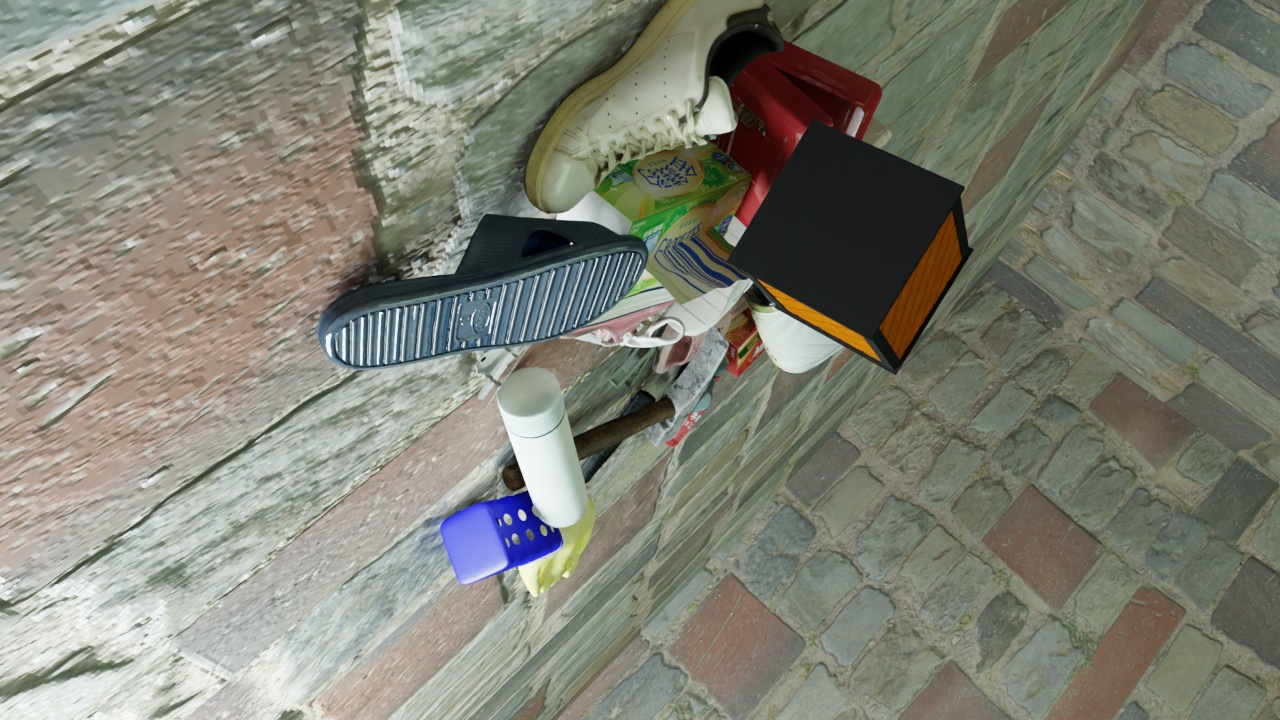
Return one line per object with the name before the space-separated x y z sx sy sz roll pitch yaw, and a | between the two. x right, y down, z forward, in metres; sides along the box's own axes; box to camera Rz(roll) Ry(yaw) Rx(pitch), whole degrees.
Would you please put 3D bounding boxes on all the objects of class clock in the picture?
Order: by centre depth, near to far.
clock | 0.083 0.028 1.308 0.124 0.053 0.090 142 -28 -80

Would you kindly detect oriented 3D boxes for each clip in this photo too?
clip | -0.130 0.008 0.889 0.102 0.043 0.054 -55 173 14
clip | -0.007 0.003 1.170 0.076 0.023 0.061 -53 162 19

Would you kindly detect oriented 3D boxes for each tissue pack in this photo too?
tissue pack | 0.032 -0.112 0.842 0.197 0.141 0.121 -33 156 -39

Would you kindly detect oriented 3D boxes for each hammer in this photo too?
hammer | -0.034 0.074 1.150 0.299 0.037 0.218 -22 153 -36
hammer | -0.086 0.172 1.309 0.319 0.032 0.130 -52 161 7

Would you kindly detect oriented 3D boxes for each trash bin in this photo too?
trash bin | 0.195 -0.094 0.825 0.140 0.140 0.171 -59 156 3

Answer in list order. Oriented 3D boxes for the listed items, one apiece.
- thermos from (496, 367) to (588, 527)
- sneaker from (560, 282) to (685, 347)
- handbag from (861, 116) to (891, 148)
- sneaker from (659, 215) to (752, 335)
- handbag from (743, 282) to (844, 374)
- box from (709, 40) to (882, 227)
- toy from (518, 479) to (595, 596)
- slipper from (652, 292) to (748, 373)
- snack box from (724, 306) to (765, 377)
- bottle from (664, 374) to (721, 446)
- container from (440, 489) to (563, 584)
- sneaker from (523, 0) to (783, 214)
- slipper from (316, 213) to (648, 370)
thermos | -0.104 0.101 1.009 0.067 0.068 0.230 -41 149 -23
sneaker | -0.012 -0.055 0.925 0.240 0.118 0.088 -23 129 -43
handbag | 0.238 -0.223 1.250 0.175 0.062 0.198 -45 169 -11
sneaker | 0.118 -0.126 1.107 0.236 0.090 0.104 -51 170 2
handbag | 0.221 -0.076 1.266 0.142 0.096 0.198 -33 148 -1
box | 0.146 -0.221 0.912 0.127 0.137 0.158 -31 155 -28
toy | -0.106 0.228 1.221 0.170 0.065 0.155 -8 112 -67
slipper | 0.093 -0.049 1.238 0.221 0.055 0.107 -37 160 -33
snack box | 0.204 -0.089 1.395 0.236 0.060 0.113 -44 160 -13
bottle | 0.072 0.063 1.398 0.137 0.062 0.062 -52 161 6
container | -0.165 0.208 1.091 0.085 0.085 0.113 -28 168 24
sneaker | 0.018 -0.192 0.716 0.241 0.102 0.089 -48 161 0
slipper | -0.123 -0.062 0.714 0.263 0.082 0.101 -16 146 -25
